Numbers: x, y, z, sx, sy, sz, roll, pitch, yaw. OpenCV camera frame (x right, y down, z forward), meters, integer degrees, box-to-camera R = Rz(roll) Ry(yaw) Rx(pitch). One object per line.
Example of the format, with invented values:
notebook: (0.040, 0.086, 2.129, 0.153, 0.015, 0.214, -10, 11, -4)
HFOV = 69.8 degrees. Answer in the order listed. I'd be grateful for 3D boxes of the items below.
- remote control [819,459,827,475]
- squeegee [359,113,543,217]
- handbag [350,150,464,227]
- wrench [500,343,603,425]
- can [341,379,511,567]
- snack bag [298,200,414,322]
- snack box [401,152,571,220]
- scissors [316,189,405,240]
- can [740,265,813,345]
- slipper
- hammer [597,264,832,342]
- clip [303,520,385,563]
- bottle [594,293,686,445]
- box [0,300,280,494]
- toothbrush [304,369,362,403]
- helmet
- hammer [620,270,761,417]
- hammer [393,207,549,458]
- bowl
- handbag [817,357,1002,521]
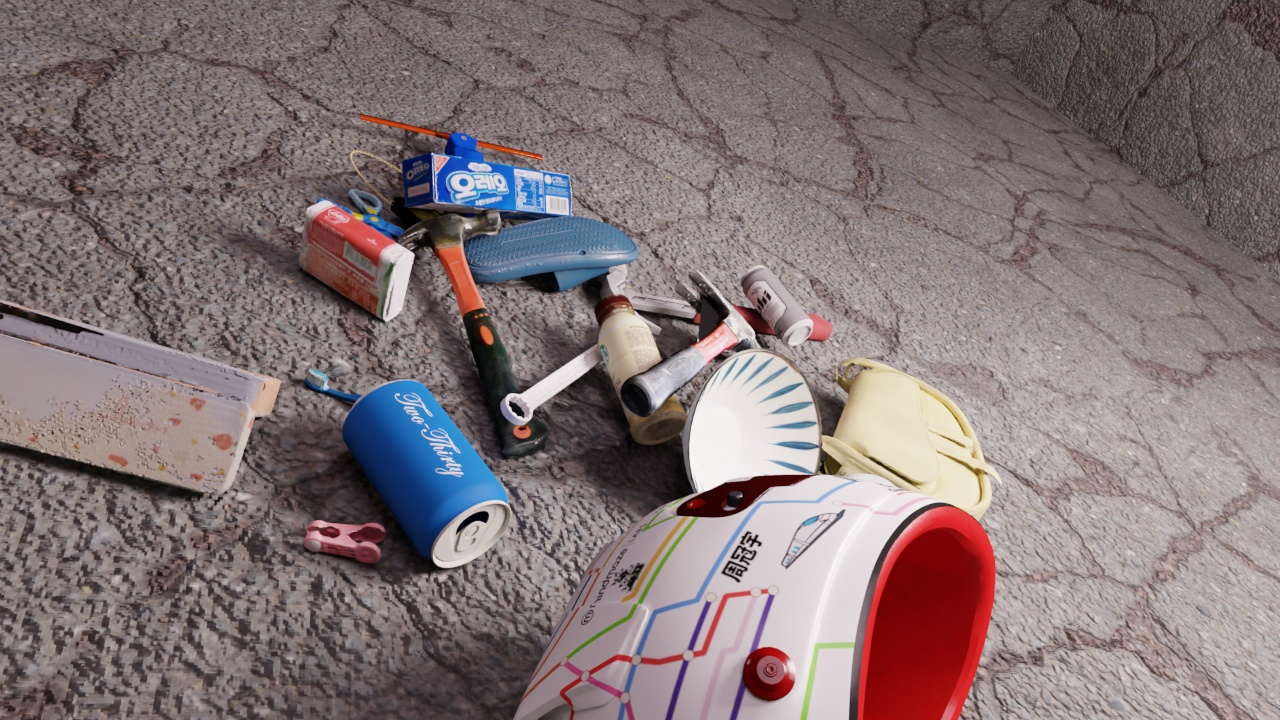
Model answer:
remote control: (0.205, 0.119, 0.971, 0.039, 0.010, 0.124, 36, 35, 17)
squeegee: (-0.221, -0.239, 1.163, 0.249, 0.055, 0.184, 7, 48, -28)
handbag: (-0.286, -0.207, 1.096, 0.178, 0.027, 0.083, 41, 29, 25)
wrench: (-0.064, 0.008, 0.918, 0.047, 0.009, 0.272, 49, 28, 2)
can: (-0.170, 0.086, 0.723, 0.078, 0.079, 0.146, -13, 48, -42)
snack bag: (-0.283, -0.099, 0.911, 0.116, 0.077, 0.036, 31, 36, 10)
snack box: (-0.175, -0.202, 1.085, 0.060, 0.059, 0.225, 0, 4, 37)
scissors: (-0.299, -0.159, 1.046, 0.132, 0.019, 0.104, 25, 35, -4)
can: (0.166, -0.067, 1.123, 0.043, 0.044, 0.106, -6, 49, -37)
slipper: (-0.108, -0.122, 1.069, 0.213, 0.059, 0.103, -9, 43, -19)
hammer: (0.103, -0.055, 1.131, 0.315, 0.036, 0.126, 8, 39, -24)
clip: (-0.220, 0.130, 0.686, 0.058, 0.022, 0.037, 12, 39, -15)
bottle: (-0.006, 0.005, 0.929, 0.056, 0.057, 0.162, 0, 52, -31)
box: (-0.401, 0.026, 0.700, 0.216, 0.096, 0.105, 17, 0, -10)
toothbrush: (-0.234, 0.041, 0.803, 0.132, 0.016, 0.021, 25, 36, 2)
helmet: (0.066, 0.194, 0.581, 0.236, 0.231, 0.313, 2, 26, 36)
hammer: (0.049, -0.010, 0.930, 0.140, 0.036, 0.325, 51, 25, 3)
hammer: (-0.162, -0.035, 0.919, 0.133, 0.033, 0.333, -14, 51, -19)
bowl: (0.090, 0.077, 0.876, 0.177, 0.177, 0.071, -8, 5, -38)
handbag: (0.276, 0.092, 0.970, 0.191, 0.089, 0.232, 32, 34, 4)
